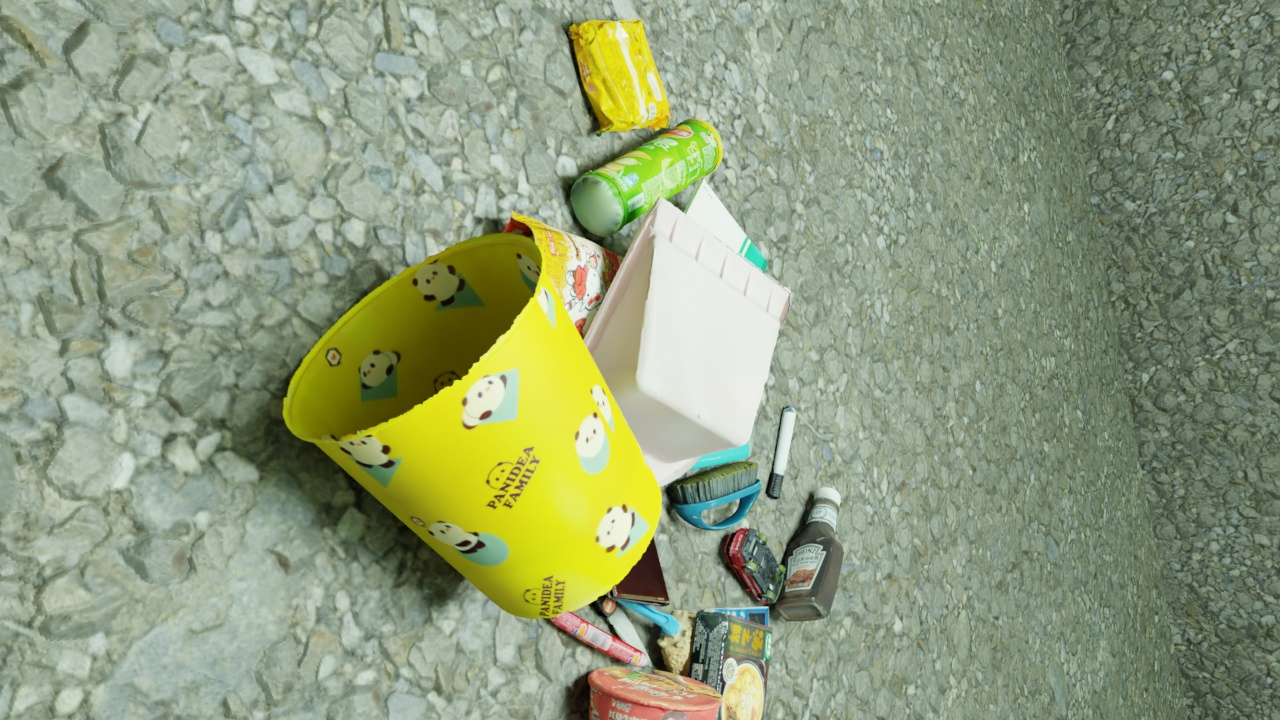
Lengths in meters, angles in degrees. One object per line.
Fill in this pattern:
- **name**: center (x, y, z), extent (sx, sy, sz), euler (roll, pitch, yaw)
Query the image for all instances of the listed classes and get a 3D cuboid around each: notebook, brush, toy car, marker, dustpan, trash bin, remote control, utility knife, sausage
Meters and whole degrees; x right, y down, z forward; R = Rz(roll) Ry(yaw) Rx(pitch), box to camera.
- **notebook**: center (0.077, -0.085, 1.061), extent (0.150, 0.012, 0.208), euler (45, 54, -31)
- **brush**: center (0.095, 0.164, 1.094), extent (0.143, 0.055, 0.073), euler (-11, 92, -48)
- **toy car**: center (0.143, 0.255, 1.143), extent (0.120, 0.045, 0.052), euler (58, 48, -35)
- **marker**: center (0.190, 0.123, 1.234), extent (0.022, 0.018, 0.130), euler (27, 65, -32)
- **dustpan**: center (0.026, -0.002, 0.990), extent (0.222, 0.139, 0.272), euler (33, 57, -32)
- **trash bin**: center (-0.118, 0.065, 0.760), extent (0.255, 0.230, 0.228), euler (58, 47, -32)
- **remote control**: center (0.117, 0.326, 1.119), extent (0.124, 0.024, 0.049), euler (14, 74, -45)
- **utility knife**: center (0.084, 0.115, 1.122), extent (0.171, 0.013, 0.029), euler (-4, 85, -45)
- **brush**: center (0.009, 0.274, 0.984), extent (0.254, 0.046, 0.083), euler (46, 51, -36)
- **sausage**: center (-0.043, 0.287, 0.945), extent (0.156, 0.020, 0.020), euler (39, 57, -31)

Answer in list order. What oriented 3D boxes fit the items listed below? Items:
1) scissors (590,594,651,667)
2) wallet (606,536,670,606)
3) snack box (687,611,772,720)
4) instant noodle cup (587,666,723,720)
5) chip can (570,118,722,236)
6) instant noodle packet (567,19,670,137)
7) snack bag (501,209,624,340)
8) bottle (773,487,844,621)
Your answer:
- **scissors**: center (-0.033, 0.236, 0.967), extent (0.235, 0.022, 0.124), euler (43, 55, -36)
- **wallet**: center (-0.014, 0.193, 0.956), extent (0.096, 0.020, 0.122), euler (22, 43, -47)
- **snack box**: center (0.102, 0.347, 1.025), extent (0.125, 0.053, 0.113), euler (29, 63, -45)
- **instant noodle cup**: center (0.007, 0.378, 0.914), extent (0.137, 0.138, 0.108), euler (16, 81, -46)
- **chip can**: center (0.009, -0.210, 1.040), extent (0.220, 0.073, 0.072), euler (-40, 113, -44)
- **instant noodle packet**: center (-0.023, -0.320, 1.041), extent (0.110, 0.044, 0.128), euler (-21, 97, -41)
- **snack bag**: center (-0.070, -0.073, 0.950), extent (0.207, 0.073, 0.128), euler (19, 70, -53)
- **bottle**: center (0.232, 0.252, 1.217), extent (0.044, 0.080, 0.194), euler (51, 42, -25)
